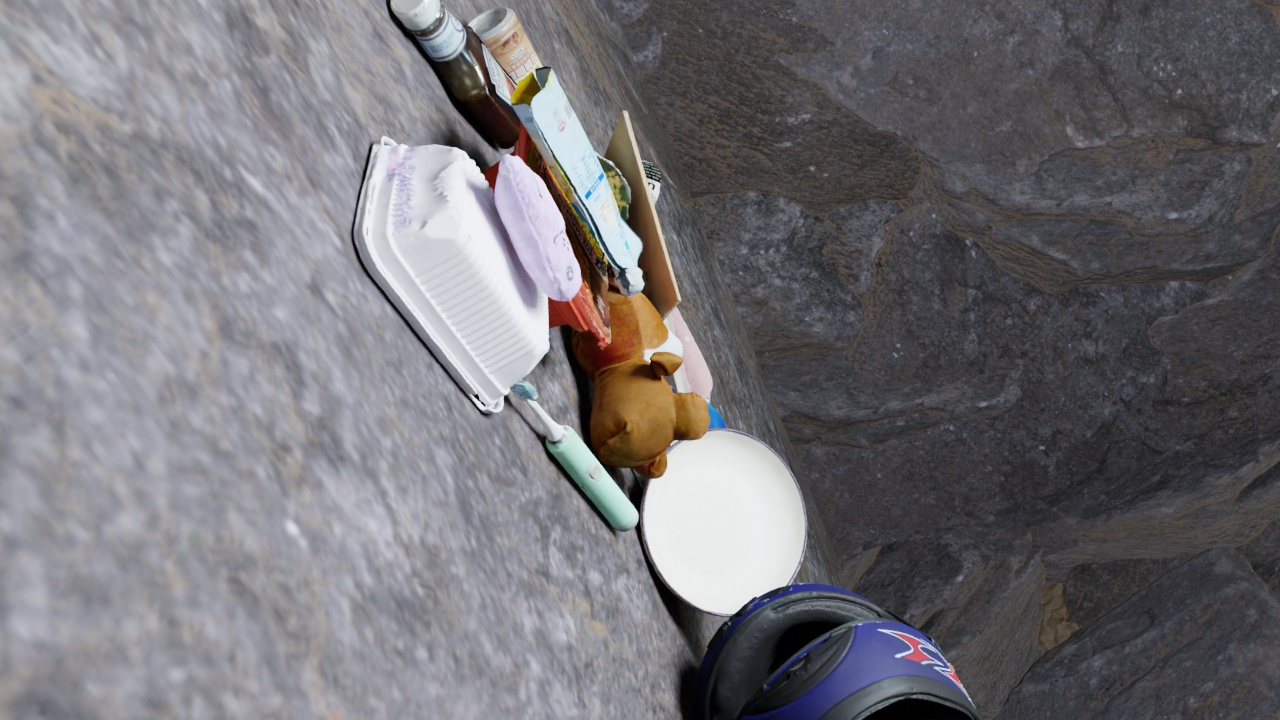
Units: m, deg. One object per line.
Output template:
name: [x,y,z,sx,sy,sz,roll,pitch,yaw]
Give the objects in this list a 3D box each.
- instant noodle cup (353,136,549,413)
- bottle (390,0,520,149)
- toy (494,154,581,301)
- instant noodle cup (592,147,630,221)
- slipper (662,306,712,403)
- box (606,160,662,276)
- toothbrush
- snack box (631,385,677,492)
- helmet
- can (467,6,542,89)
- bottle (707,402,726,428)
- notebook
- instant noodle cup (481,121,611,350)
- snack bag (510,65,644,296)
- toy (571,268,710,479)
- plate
instant noodle cup: [-0.116,-0.064,0.625,0.137,0.060,0.173,-98,162,-46]
bottle: [-0.157,-0.266,0.825,0.195,0.044,0.079,42,29,-66]
toy: [-0.071,-0.090,0.631,0.083,0.039,0.108,-101,167,-75]
instant noodle cup: [-0.071,-0.178,0.954,0.120,0.111,0.111,-106,171,-62]
slipper: [0.055,0.023,1.214,0.114,0.054,0.274,135,-59,-70]
box: [-0.022,-0.156,1.098,0.087,0.076,0.162,64,39,-72]
toothbrush: [-0.053,0.080,0.755,0.026,0.027,0.224,-60,142,-25]
snack box: [0.045,0.143,1.069,0.177,0.046,0.182,-76,143,-70]
helmet: [0.165,0.323,0.841,0.240,0.247,0.315,42,-12,53]
can: [-0.133,-0.305,0.962,0.058,0.058,0.116,-99,164,-44]
bottle: [0.095,0.124,1.295,0.065,0.065,0.218,55,18,-52]
notebook: [-0.006,-0.135,0.971,0.148,0.008,0.207,130,-54,-69]
instant noodle cup: [-0.084,-0.106,0.797,0.188,0.079,0.164,-98,163,-51]
snack bag: [-0.044,-0.143,0.759,0.191,0.039,0.110,60,7,-30]
toy: [-0.005,0.005,0.888,0.130,0.141,0.199,-4,60,-37]
plate: [0.083,0.168,0.954,0.039,0.192,0.192,-31,-104,62]
